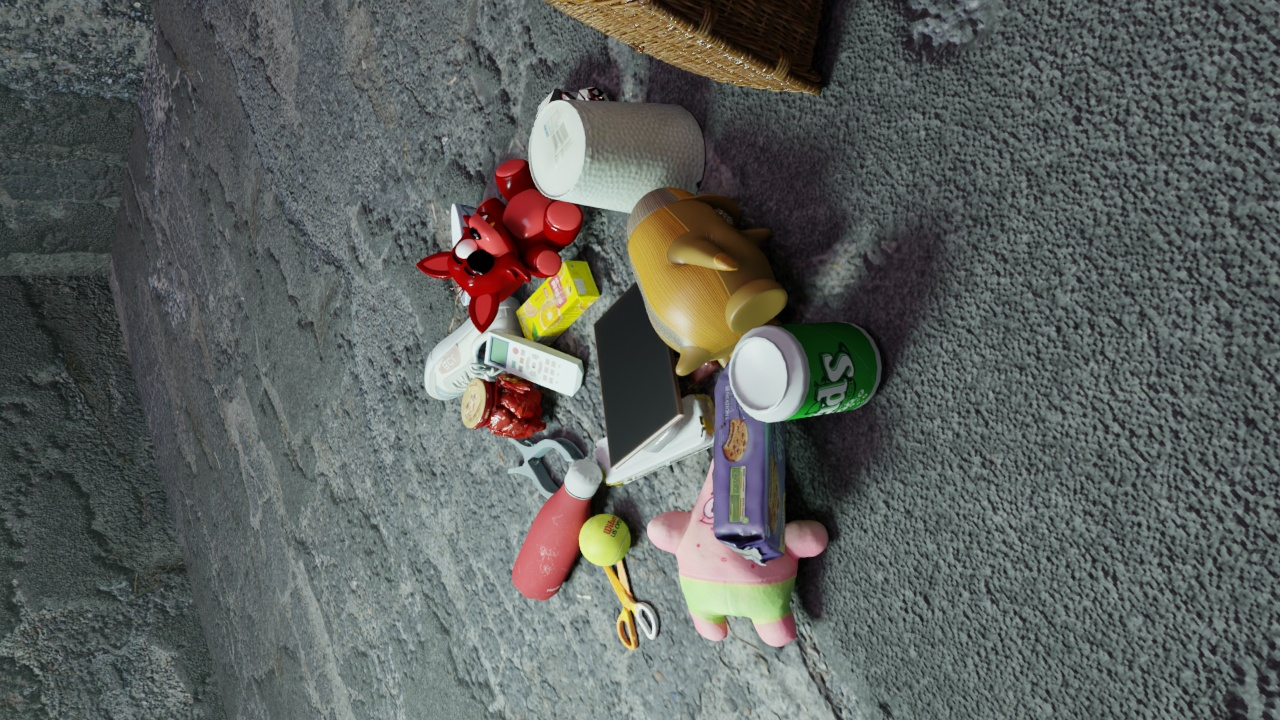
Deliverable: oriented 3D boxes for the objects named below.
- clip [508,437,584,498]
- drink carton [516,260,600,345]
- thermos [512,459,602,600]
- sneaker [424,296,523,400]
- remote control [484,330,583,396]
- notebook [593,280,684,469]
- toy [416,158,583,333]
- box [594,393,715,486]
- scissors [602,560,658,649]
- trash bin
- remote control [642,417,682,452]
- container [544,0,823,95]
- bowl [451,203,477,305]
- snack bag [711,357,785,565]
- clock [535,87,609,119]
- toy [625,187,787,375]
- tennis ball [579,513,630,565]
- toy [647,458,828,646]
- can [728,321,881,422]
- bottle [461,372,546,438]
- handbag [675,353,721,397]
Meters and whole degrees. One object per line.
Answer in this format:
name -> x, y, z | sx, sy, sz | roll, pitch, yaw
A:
clip -> -0.135, 0.123, 1.288 | 0.167, 0.028, 0.127 | 15, 103, 46
drink carton -> -0.113, -0.076, 1.232 | 0.135, 0.042, 0.058 | -39, 64, 43
thermos -> -0.106, 0.223, 1.217 | 0.073, 0.073, 0.241 | 52, 133, 32
sneaker -> -0.249, 0.007, 1.354 | 0.243, 0.089, 0.090 | -42, 47, 38
remote control -> -0.142, 0.002, 1.245 | 0.143, 0.024, 0.050 | 20, 119, 16
notebook -> -0.007, 0.006, 1.096 | 0.142, 0.008, 0.208 | -42, 45, 42
toy -> -0.178, -0.149, 1.183 | 0.197, 0.120, 0.158 | -43, 65, -8
box -> 0.016, 0.100, 1.111 | 0.210, 0.033, 0.064 | -30, 69, 45
scissors -> -0.012, 0.304, 1.175 | 0.097, 0.012, 0.133 | -21, 79, 47
trash bin -> -0.030, -0.230, 1.033 | 0.133, 0.161, 0.133 | 6, 98, 49
remote control -> 0.011, 0.034, 1.087 | 0.074, 0.019, 0.150 | -47, 43, 39
container -> 0.068, -0.378, 0.862 | 0.162, 0.249, 0.183 | 26, 103, 45
bowl -> -0.223, -0.154, 1.310 | 0.144, 0.074, 0.144 | 173, 91, -74
snack bag -> 0.108, 0.095, 0.914 | 0.058, 0.096, 0.205 | -6, 66, 20
clock -> -0.086, -0.286, 1.157 | 0.155, 0.065, 0.114 | 7, 97, 52
toy -> 0.064, -0.099, 0.968 | 0.203, 0.162, 0.199 | 59, 172, 30
tennis ball -> -0.045, 0.228, 1.165 | 0.065, 0.065, 0.065 | 6, 98, 48
toy -> 0.103, 0.180, 0.974 | 0.192, 0.096, 0.236 | -3, 80, 18
can -> 0.156, 0.009, 0.860 | 0.088, 0.139, 0.088 | 6, 98, 48
bottle -> -0.180, 0.060, 1.268 | 0.099, 0.111, 0.098 | -22, 62, 48
handbag -> 0.050, 0.018, 1.071 | 0.120, 0.029, 0.055 | -53, 51, 43
